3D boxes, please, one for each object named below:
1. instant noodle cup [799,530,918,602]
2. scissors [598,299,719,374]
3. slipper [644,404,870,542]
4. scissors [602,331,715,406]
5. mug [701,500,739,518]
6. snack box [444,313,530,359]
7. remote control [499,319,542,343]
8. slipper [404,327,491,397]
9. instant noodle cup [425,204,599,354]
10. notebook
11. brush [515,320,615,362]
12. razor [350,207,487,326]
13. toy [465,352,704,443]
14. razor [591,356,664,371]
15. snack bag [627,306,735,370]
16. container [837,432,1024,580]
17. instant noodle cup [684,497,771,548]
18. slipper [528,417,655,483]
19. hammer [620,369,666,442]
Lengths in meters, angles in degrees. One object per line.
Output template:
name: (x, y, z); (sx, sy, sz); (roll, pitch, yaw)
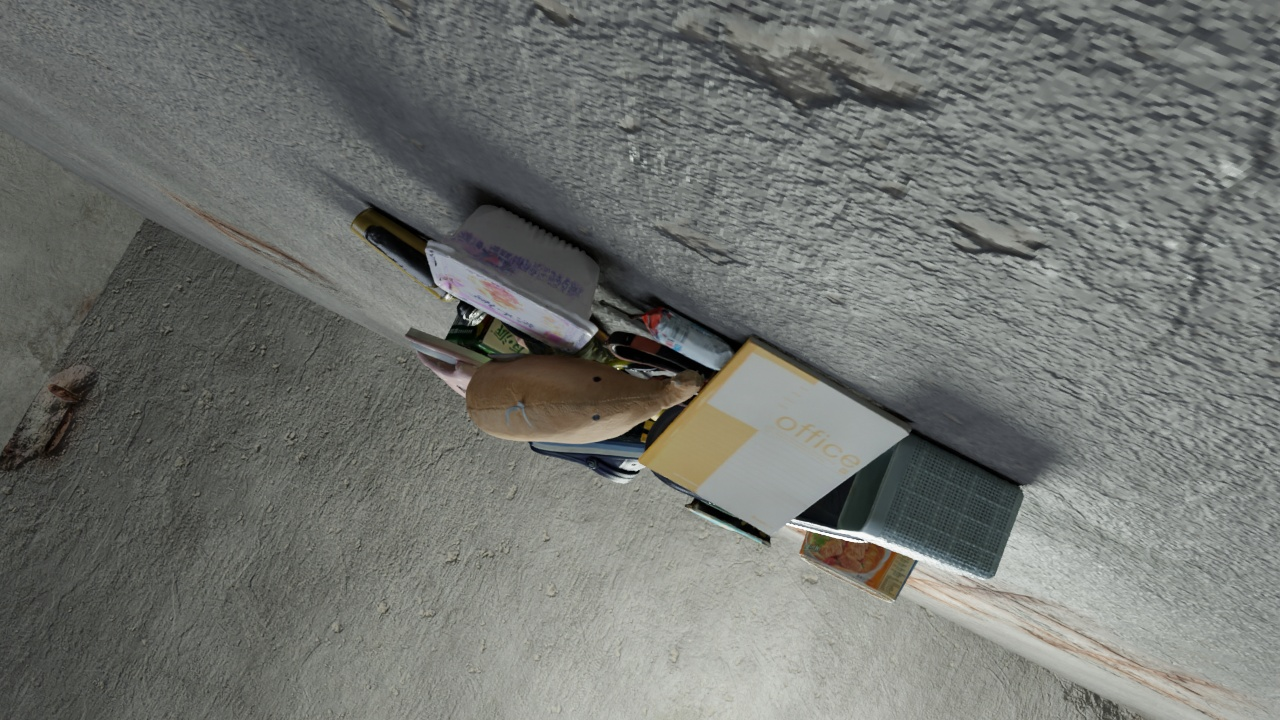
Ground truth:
instant noodle cup: (0.266, 0.210, 1.087); (0.151, 0.111, 0.151); (27, 171, 4)
scissors: (0.057, 0.006, 0.817); (0.235, 0.021, 0.125); (26, 172, 5)
slipper: (0.119, 0.094, 0.867); (0.268, 0.110, 0.083); (15, 171, 27)
scissors: (0.065, 0.025, 0.793); (0.197, 0.015, 0.214); (32, 160, -11)
mug: (0.098, 0.108, 0.997); (0.082, 0.106, 0.112); (27, 169, -2)
snack box: (-0.174, -0.022, 1.191); (0.114, 0.063, 0.240); (29, 171, -21)
remote control: (-0.123, -0.060, 0.865); (0.053, 0.024, 0.136); (17, -158, -37)
slipper: (-0.196, 0.030, 1.165); (0.114, 0.054, 0.274); (19, 170, 38)
instant noodle cup: (-0.093, -0.065, 0.728); (0.138, 0.060, 0.173); (28, 173, -6)
notebook: (0.102, 0.071, 0.759); (0.146, 0.010, 0.207); (29, 139, -8)
brush: (-0.069, -0.018, 0.948); (0.073, 0.063, 0.145); (56, -171, 30)
razor: (-0.221, -0.098, 0.945); (0.167, 0.062, 0.067); (36, -159, -21)
toy: (-0.054, 0.032, 0.792); (0.226, 0.082, 0.143); (2, -167, 42)
razor: (-0.005, 0.005, 0.887); (0.143, 0.022, 0.042); (-4, 166, 29)
snack bag: (0.041, -0.016, 0.730); (0.104, 0.026, 0.048); (29, -177, -8)
container: (0.235, 0.119, 0.746); (0.111, 0.090, 0.090); (23, 171, 2)
instant noodle cup: (0.126, 0.142, 1.081); (0.111, 0.120, 0.111); (25, 172, 4)
slipper: (-0.031, 0.127, 1.270); (0.253, 0.095, 0.105); (5, -161, -4)
hammer: (-0.008, 0.039, 1.107); (0.129, 0.032, 0.300); (-7, 146, 41)
